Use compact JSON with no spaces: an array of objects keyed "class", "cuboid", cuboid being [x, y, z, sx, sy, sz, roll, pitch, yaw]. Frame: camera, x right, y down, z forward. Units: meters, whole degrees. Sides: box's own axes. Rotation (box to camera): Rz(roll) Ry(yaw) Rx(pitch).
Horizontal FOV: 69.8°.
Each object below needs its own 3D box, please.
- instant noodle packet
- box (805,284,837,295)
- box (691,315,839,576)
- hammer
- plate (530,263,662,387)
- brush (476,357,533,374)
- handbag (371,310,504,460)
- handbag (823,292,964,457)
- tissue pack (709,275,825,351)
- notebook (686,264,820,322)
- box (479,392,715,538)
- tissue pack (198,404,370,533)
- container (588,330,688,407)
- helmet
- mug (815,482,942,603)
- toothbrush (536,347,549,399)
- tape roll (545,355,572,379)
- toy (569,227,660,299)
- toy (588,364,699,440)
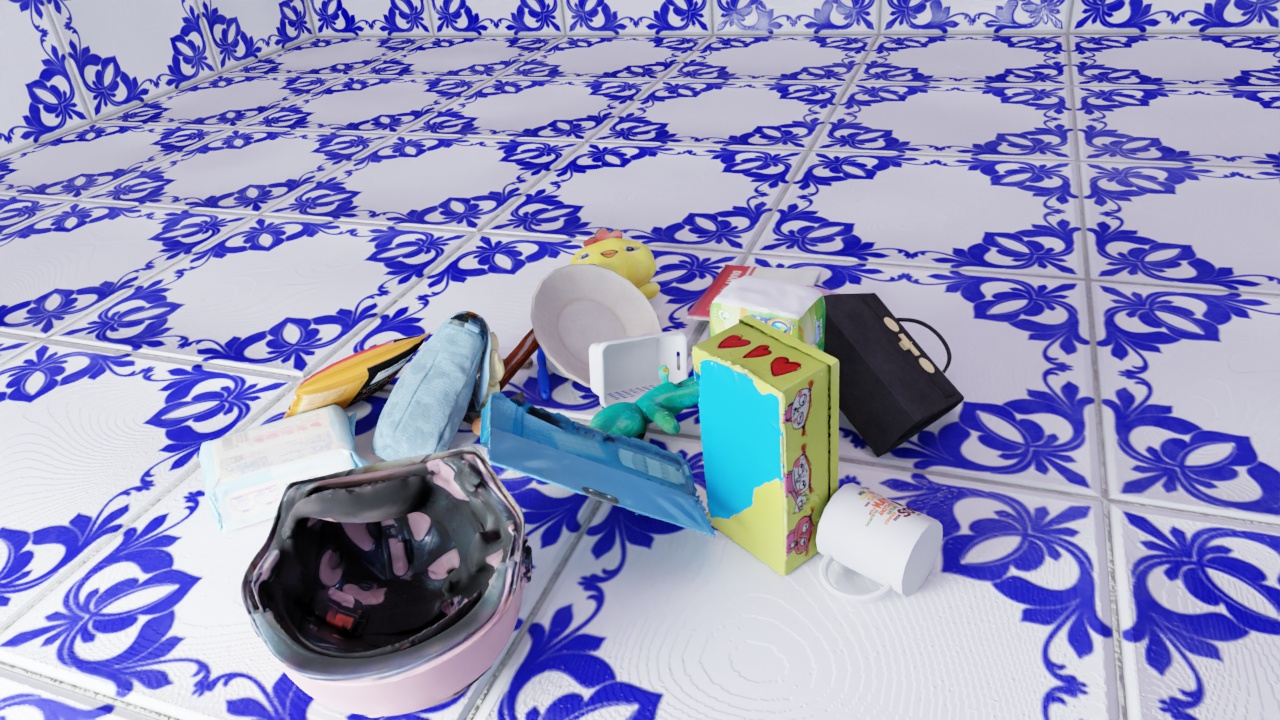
[{"class":"instant noodle packet","cuboid":[-0.351,0.027,1.108,0.159,0.032,0.221,-26,-2,-30]},{"class":"box","cuboid":[0.221,-0.037,1.174,0.159,0.035,0.230,14,30,-9]},{"class":"box","cuboid":[0.121,0.080,0.871,0.080,0.221,0.124,-26,35,-30]},{"class":"hammer","cuboid":[-0.139,-0.029,1.211,0.111,0.028,0.299,17,52,29]},{"class":"plate","cuboid":[-0.058,-0.040,1.201,0.188,0.027,0.188,14,57,-23]},{"class":"brush","cuboid":[-0.220,0.006,1.245,0.151,0.012,0.038,-3,31,2]},{"class":"handbag","cuboid":[-0.224,0.042,1.067,0.118,0.122,0.191,29,61,-16]},{"class":"handbag","cuboid":[0.300,-0.004,1.075,0.195,0.072,0.175,-17,62,-38]},{"class":"tissue pack","cuboid":[0.123,0.026,0.980,0.120,0.198,0.141,8,31,32]},{"class":"notebook","cuboid":[0.168,-0.097,1.332,0.153,0.012,0.208,6,27,19]},{"class":"box","cuboid":[-0.047,0.108,0.907,0.231,0.033,0.174,21,15,-13]},{"class":"tissue pack","cuboid":[-0.400,0.118,1.038,0.181,0.070,0.112,-16,33,-21]},{"class":"container","cuboid":[-0.007,0.007,1.134,0.129,0.081,0.050,-10,14,-33]},{"class":"helmet","cuboid":[-0.208,0.202,0.790,0.229,0.153,0.255,-14,35,-17]},{"class":"mug","cuboid":[0.213,0.177,0.850,0.090,0.073,0.105,23,67,38]},{"class":"toothbrush","cuboid":[-0.132,-0.001,1.236,0.016,0.018,0.182,14,27,-17]},{"class":"tape roll","cuboid":[-0.080,-0.006,1.227,0.093,0.013,0.092,3,34,-2]},{"class":"toy","cuboid":[-0.039,-0.108,1.337,0.134,0.092,0.207,-11,41,2]},{"class":"toy","cuboid":[0.002,0.057,1.054,0.193,0.072,0.131,-26,9,-12]}]
